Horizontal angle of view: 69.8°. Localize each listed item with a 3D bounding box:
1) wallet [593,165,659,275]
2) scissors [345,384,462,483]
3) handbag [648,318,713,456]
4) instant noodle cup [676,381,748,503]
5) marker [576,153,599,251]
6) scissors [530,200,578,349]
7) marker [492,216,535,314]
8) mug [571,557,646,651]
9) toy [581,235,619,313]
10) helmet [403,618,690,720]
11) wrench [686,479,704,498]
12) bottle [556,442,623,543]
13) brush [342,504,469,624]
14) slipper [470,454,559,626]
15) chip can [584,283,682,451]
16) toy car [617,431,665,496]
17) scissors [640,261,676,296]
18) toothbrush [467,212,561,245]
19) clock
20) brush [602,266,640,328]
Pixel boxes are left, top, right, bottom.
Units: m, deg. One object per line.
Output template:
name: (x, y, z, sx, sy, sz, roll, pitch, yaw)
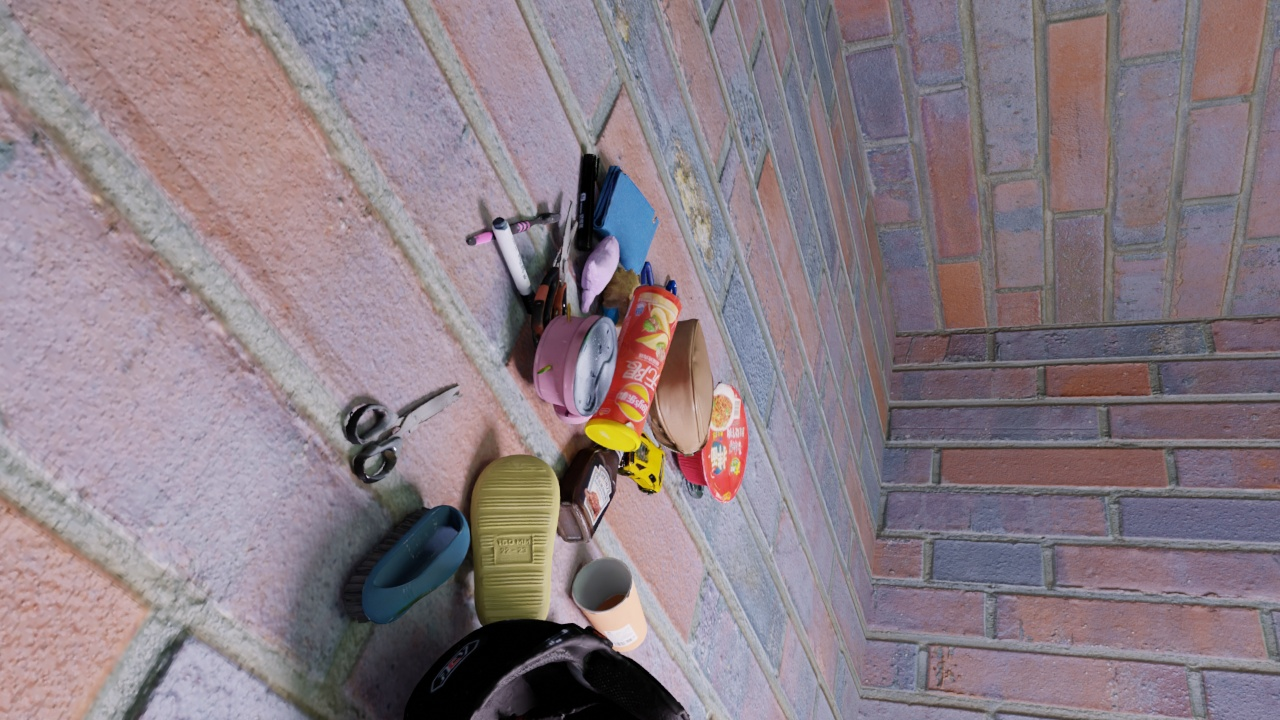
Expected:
wallet: (-0.022, -0.195, 1.283, 0.133, 0.040, 0.106, 46, 55, -57)
scissors: (-0.214, 0.065, 0.860, 0.174, 0.014, 0.136, 41, 50, -62)
handbag: (0.056, 0.035, 1.351, 0.204, 0.100, 0.148, -78, 158, -55)
instant noodle cup: (0.113, 0.132, 1.489, 0.193, 0.066, 0.194, 0, 90, -62)
marker: (-0.068, -0.206, 1.198, 0.022, 0.020, 0.132, 8, 76, -22)
scissors: (-0.098, -0.091, 1.108, 0.195, 0.015, 0.216, -46, 137, -73)
marker: (-0.138, -0.104, 1.023, 0.022, 0.018, 0.131, -81, 161, -45)
mug: (-0.033, 0.318, 1.173, 0.123, 0.078, 0.078, 70, 29, -43)
toy: (-0.053, -0.120, 1.201, 0.107, 0.039, 0.084, -69, 175, -50)
helmet: (-0.104, 0.346, 0.819, 0.232, 0.230, 0.275, -42, 126, -29)
wrench: (0.085, 0.097, 1.526, 0.056, 0.016, 0.273, -16, 103, -67)
bottle: (-0.056, 0.144, 1.170, 0.194, 0.044, 0.080, -60, 138, -52)
brush: (-0.195, 0.178, 0.811, 0.143, 0.074, 0.055, -48, 127, -57)
slipper: (-0.136, 0.195, 0.958, 0.082, 0.091, 0.190, 124, -31, -63)
chip can: (-0.007, 0.007, 1.177, 0.073, 0.073, 0.216, 56, 44, -50)
toy car: (0.006, 0.144, 1.315, 0.156, 0.041, 0.071, 51, 44, -56)
scissors: (0.025, -0.078, 1.410, 0.162, 0.012, 0.172, 69, 31, -41)
toothbrush: (-0.139, -0.150, 1.038, 0.188, 0.018, 0.014, -36, 121, -61)
clock: (-0.071, 0.011, 1.069, 0.158, 0.060, 0.117, 65, 41, -59)
brush: (-0.054, -0.040, 1.205, 0.253, 0.046, 0.083, -56, 142, -48)
